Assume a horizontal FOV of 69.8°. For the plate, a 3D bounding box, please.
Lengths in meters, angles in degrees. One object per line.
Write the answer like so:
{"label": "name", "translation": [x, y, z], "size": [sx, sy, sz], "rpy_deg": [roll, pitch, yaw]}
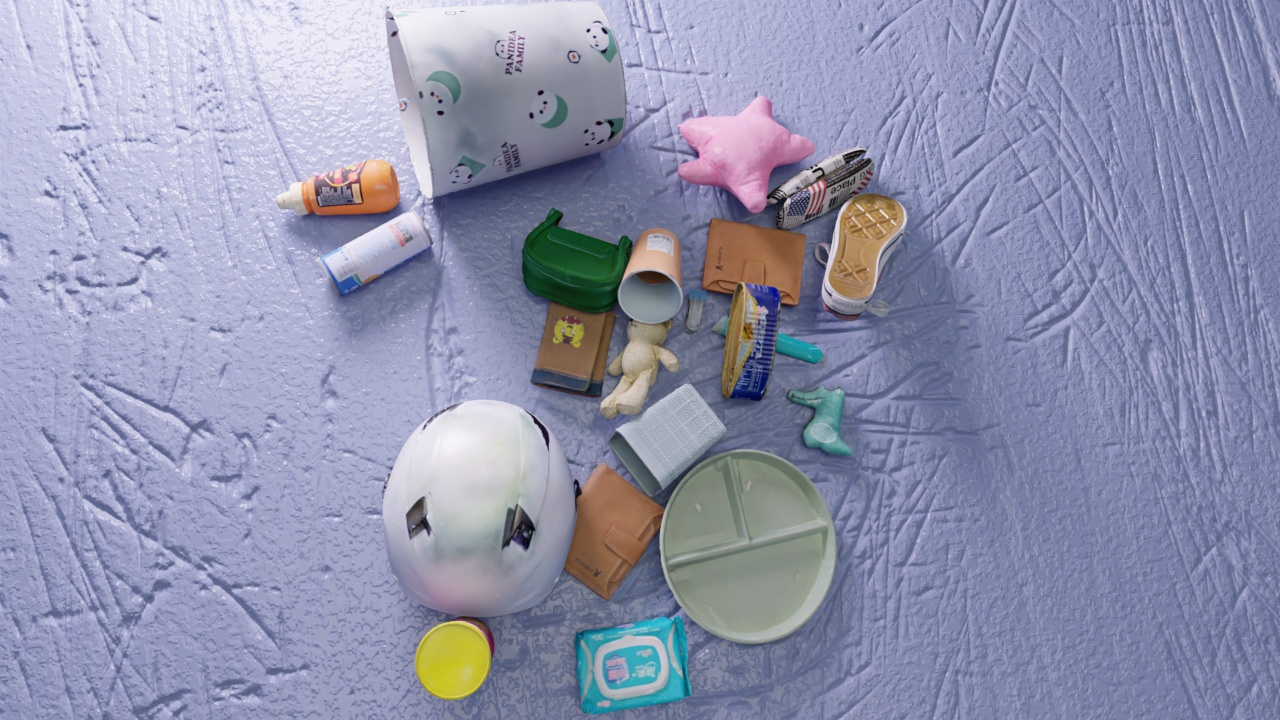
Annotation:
{"label": "plate", "translation": [0.129, 0.222, 1.108], "size": [0.230, 0.028, 0.230], "rpy_deg": [4, 77, -16]}

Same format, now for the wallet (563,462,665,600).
{"label": "wallet", "translation": [-0.038, 0.210, 1.107], "size": [0.119, 0.035, 0.130], "rpy_deg": [34, 75, 8]}

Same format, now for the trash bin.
{"label": "trash bin", "translation": [-0.166, -0.334, 1.139], "size": [0.251, 0.230, 0.229], "rpy_deg": [-14, 78, -17]}

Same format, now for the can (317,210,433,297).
{"label": "can", "translation": [-0.329, -0.134, 1.145], "size": [0.134, 0.053, 0.053], "rpy_deg": [-32, 82, -13]}

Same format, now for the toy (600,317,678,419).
{"label": "toy", "translation": [-0.007, 0.007, 1.124], "size": [0.066, 0.105, 0.156], "rpy_deg": [48, 46, -31]}

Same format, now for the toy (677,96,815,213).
{"label": "toy", "translation": [0.132, -0.289, 1.232], "size": [0.178, 0.075, 0.194], "rpy_deg": [30, 62, 16]}

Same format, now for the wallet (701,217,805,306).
{"label": "wallet", "translation": [0.150, -0.129, 1.216], "size": [0.132, 0.031, 0.107], "rpy_deg": [10, 73, -3]}

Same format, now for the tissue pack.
{"label": "tissue pack", "translation": [-0.009, 0.352, 1.062], "size": [0.133, 0.050, 0.093], "rpy_deg": [-7, 76, -9]}

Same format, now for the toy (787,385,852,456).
{"label": "toy", "translation": [0.231, 0.072, 1.176], "size": [0.096, 0.030, 0.091], "rpy_deg": [15, 69, 4]}

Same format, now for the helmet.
{"label": "helmet", "translation": [-0.180, 0.146, 1.022], "size": [0.229, 0.146, 0.258], "rpy_deg": [7, 62, -3]}

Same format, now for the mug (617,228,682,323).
{"label": "mug", "translation": [0.017, -0.112, 1.148], "size": [0.078, 0.078, 0.122], "rpy_deg": [13, 38, -4]}

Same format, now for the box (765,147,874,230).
{"label": "box", "translation": [0.249, -0.226, 1.235], "size": [0.163, 0.075, 0.082], "rpy_deg": [-28, 92, -15]}

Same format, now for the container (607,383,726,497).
{"label": "container", "translation": [0.034, 0.094, 1.115], "size": [0.111, 0.090, 0.090], "rpy_deg": [-36, 83, -17]}

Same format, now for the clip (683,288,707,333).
{"label": "clip", "translation": [0.071, -0.063, 1.196], "size": [0.026, 0.038, 0.058], "rpy_deg": [12, 73, -6]}

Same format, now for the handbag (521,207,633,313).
{"label": "handbag", "translation": [-0.080, -0.130, 1.159], "size": [0.131, 0.068, 0.120], "rpy_deg": [17, 55, 2]}

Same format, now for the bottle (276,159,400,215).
{"label": "bottle", "translation": [-0.383, -0.212, 1.158], "size": [0.149, 0.067, 0.066], "rpy_deg": [-10, 77, -2]}

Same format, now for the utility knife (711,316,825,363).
{"label": "utility knife", "translation": [0.169, -0.025, 1.201], "size": [0.157, 0.013, 0.029], "rpy_deg": [18, 77, -5]}

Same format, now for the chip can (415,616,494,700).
{"label": "chip can", "translation": [-0.191, 0.309, 0.968], "size": [0.071, 0.211, 0.071], "rpy_deg": [2, 76, -8]}

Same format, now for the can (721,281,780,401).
{"label": "can", "translation": [0.138, -0.023, 1.154], "size": [0.049, 0.074, 0.148], "rpy_deg": [7, 95, -8]}

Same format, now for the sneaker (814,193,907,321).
{"label": "sneaker", "translation": [0.285, -0.128, 1.203], "size": [0.118, 0.088, 0.240], "rpy_deg": [20, 50, 10]}

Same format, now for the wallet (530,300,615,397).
{"label": "wallet", "translation": [-0.083, -0.015, 1.158], "size": [0.090, 0.033, 0.115], "rpy_deg": [12, 71, -3]}
